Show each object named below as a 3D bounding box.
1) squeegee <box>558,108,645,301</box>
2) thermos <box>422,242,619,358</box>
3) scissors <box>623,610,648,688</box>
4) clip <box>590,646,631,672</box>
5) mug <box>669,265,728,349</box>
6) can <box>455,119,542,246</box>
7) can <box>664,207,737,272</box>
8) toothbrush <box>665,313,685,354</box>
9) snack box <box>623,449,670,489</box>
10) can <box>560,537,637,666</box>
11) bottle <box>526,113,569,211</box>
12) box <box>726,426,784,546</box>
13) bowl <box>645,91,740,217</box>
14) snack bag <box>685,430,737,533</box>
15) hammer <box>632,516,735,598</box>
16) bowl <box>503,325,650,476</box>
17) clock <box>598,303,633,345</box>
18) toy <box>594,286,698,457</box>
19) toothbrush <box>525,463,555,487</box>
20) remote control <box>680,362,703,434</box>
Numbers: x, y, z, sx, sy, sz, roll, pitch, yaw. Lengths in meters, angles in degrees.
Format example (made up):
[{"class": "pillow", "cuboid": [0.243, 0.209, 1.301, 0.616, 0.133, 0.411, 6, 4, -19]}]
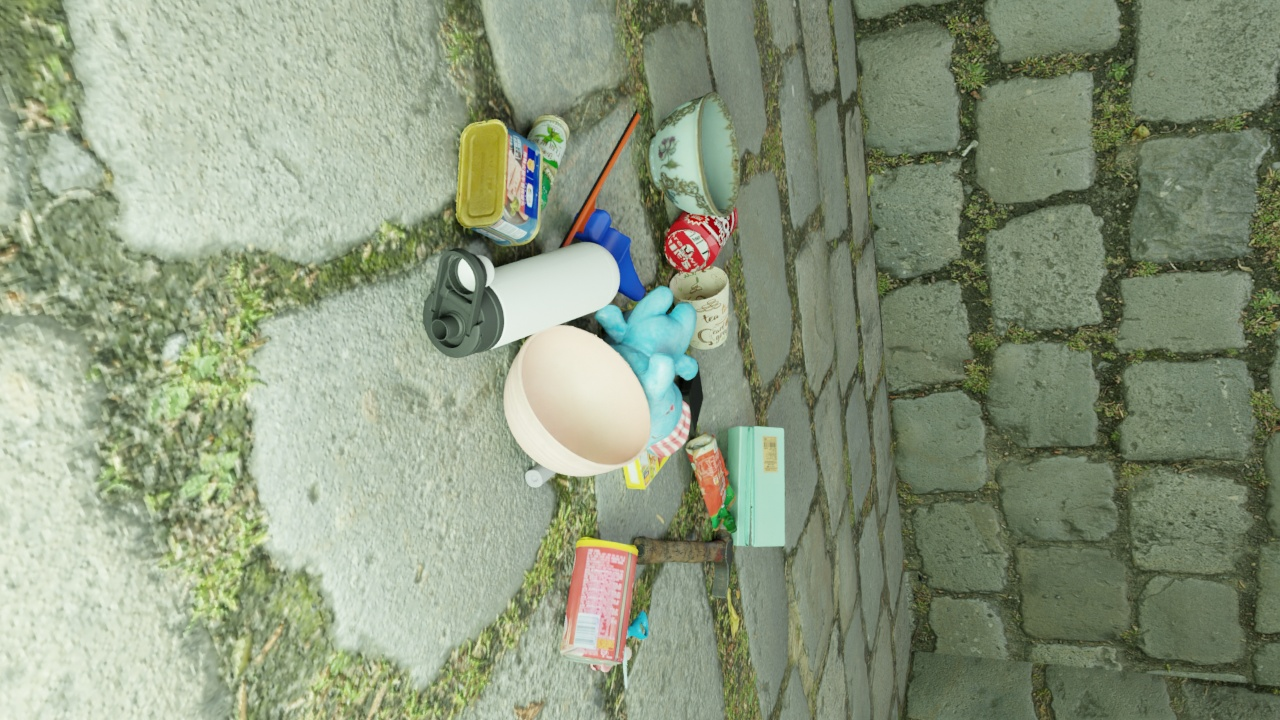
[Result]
[{"class": "squeegee", "cuboid": [-0.037, -0.121, 1.018, 0.249, 0.055, 0.185, -63, 148, -17]}, {"class": "thermos", "cuboid": [-0.096, -0.070, 0.814, 0.229, 0.068, 0.101, -28, 147, -56]}, {"class": "scissors", "cuboid": [-0.026, 0.299, 1.033, 0.117, 0.014, 0.129, 65, 23, -4]}, {"class": "clip", "cuboid": [-0.030, 0.335, 1.032, 0.060, 0.044, 0.023, 15, 71, -80]}, {"class": "mug", "cuboid": [0.084, -0.083, 1.296, 0.121, 0.081, 0.097, -106, -178, -49]}, {"class": "can", "cuboid": [-0.125, -0.157, 0.817, 0.059, 0.054, 0.099, 16, 73, -64]}, {"class": "can", "cuboid": [0.085, -0.180, 1.277, 0.142, 0.074, 0.074, -56, 138, -53]}, {"class": "toothbrush", "cuboid": [0.041, -0.033, 1.244, 0.132, 0.016, 0.021, 61, 35, -42]}, {"class": "snack box", "cuboid": [0.016, 0.095, 1.162, 0.151, 0.025, 0.075, -45, 129, -59]}, {"class": "can", "cuboid": [-0.043, 0.253, 0.963, 0.066, 0.067, 0.124, 45, 48, -58]}, {"class": "bottle", "cuboid": [-0.099, -0.194, 0.897, 0.043, 0.043, 0.109, 61, 35, -47]}, {"class": "box", "cuboid": [0.188, 0.197, 1.439, 0.077, 0.091, 0.188, 139, -47, -77]}, {"class": "bowl", "cuboid": [0.063, -0.264, 1.207, 0.159, 0.094, 0.160, -1, 90, -66]}, {"class": "snack bag", "cuboid": [0.110, 0.182, 1.320, 0.087, 0.044, 0.155, -50, 124, -53]}, {"class": "hammer", "cuboid": [0.065, 0.271, 1.260, 0.330, 0.033, 0.120, 25, 67, -64]}, {"class": "bowl", "cuboid": [-0.071, 0.049, 0.871, 0.153, 0.076, 0.152, 27, 44, -29]}, {"class": "clock", "cuboid": [-0.011, -0.006, 1.057, 0.124, 0.052, 0.088, 57, 47, -23]}, {"class": "toy", "cuboid": [0.004, 0.011, 0.969, 0.183, 0.115, 0.180, 34, 85, -22]}, {"class": "toothbrush", "cuboid": [-0.068, 0.090, 0.974, 0.187, 0.019, 0.018, -36, 114, -62]}, {"class": "remote control", "cuboid": [0.072, 0.051, 1.274, 0.133, 0.013, 0.058, -65, 147, -69]}]
